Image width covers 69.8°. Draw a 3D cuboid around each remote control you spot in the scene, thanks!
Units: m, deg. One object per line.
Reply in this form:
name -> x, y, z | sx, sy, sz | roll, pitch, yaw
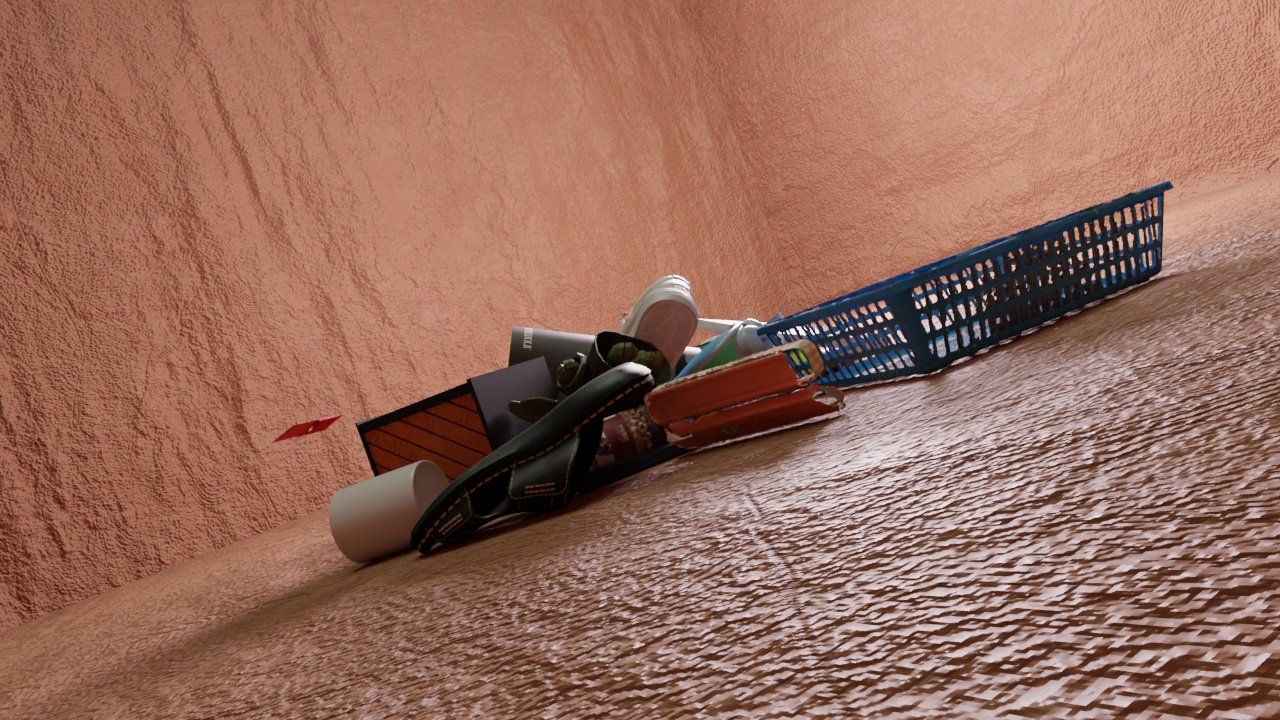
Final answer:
remote control -> -0.001, 0.096, 0.875 | 0.136, 0.015, 0.032 | -20, 0, -18

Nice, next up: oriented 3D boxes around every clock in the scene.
clock -> 0.106, 0.007, 1.050 | 0.162, 0.075, 0.121 | -44, 1, 13

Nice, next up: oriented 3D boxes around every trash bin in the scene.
trash bin -> -0.189, 0.098, 1.033 | 0.172, 0.139, 0.139 | -20, 0, 28

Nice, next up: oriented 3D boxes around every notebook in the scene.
notebook -> 0.197, -0.035, 1.212 | 0.171, 0.022, 0.209 | 2, 6, -28

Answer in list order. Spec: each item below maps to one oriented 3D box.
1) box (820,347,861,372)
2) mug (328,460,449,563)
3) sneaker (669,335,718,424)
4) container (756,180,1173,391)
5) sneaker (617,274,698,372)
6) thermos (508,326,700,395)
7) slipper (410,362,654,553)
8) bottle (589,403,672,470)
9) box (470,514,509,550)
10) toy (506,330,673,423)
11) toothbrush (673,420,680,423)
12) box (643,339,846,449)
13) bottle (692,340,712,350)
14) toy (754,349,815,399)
box -> 0.205, 0.017, 1.251 | 0.209, 0.036, 0.130 | -21, -3, -31
mug -> -0.240, 0.157, 0.930 | 0.097, 0.078, 0.112 | -20, -28, 14
sneaker -> 0.050, 0.049, 1.316 | 0.236, 0.090, 0.104 | -28, -19, -14
container -> 0.332, -0.065, 0.936 | 0.361, 0.089, 0.258 | -20, 0, -21
sneaker -> -0.006, 0.006, 1.053 | 0.243, 0.089, 0.090 | -58, 12, 29
thermos -> -0.043, 0.012, 1.139 | 0.240, 0.082, 0.082 | 7, -4, -8
slipper -> -0.090, 0.098, 0.813 | 0.268, 0.076, 0.113 | -36, 0, 12
bottle -> -0.025, 0.083, 0.911 | 0.105, 0.056, 0.056 | -20, 0, -14
box -> -0.262, 0.171, 1.375 | 0.153, 0.164, 0.214 | -64, -2, 0
toy -> -0.034, 0.038, 0.971 | 0.179, 0.078, 0.153 | 17, -55, -27
toothbrush -> -0.008, 0.097, 1.222 | 0.189, 0.017, 0.016 | -19, 1, 33
box -> 0.087, 0.036, 0.801 | 0.187, 0.083, 0.042 | -17, 13, 42
bottle -> 0.106, 0.003, 1.218 | 0.131, 0.061, 0.061 | -17, -2, 15
toy -> 0.169, 0.019, 1.095 | 0.092, 0.046, 0.115 | -20, 7, 29
